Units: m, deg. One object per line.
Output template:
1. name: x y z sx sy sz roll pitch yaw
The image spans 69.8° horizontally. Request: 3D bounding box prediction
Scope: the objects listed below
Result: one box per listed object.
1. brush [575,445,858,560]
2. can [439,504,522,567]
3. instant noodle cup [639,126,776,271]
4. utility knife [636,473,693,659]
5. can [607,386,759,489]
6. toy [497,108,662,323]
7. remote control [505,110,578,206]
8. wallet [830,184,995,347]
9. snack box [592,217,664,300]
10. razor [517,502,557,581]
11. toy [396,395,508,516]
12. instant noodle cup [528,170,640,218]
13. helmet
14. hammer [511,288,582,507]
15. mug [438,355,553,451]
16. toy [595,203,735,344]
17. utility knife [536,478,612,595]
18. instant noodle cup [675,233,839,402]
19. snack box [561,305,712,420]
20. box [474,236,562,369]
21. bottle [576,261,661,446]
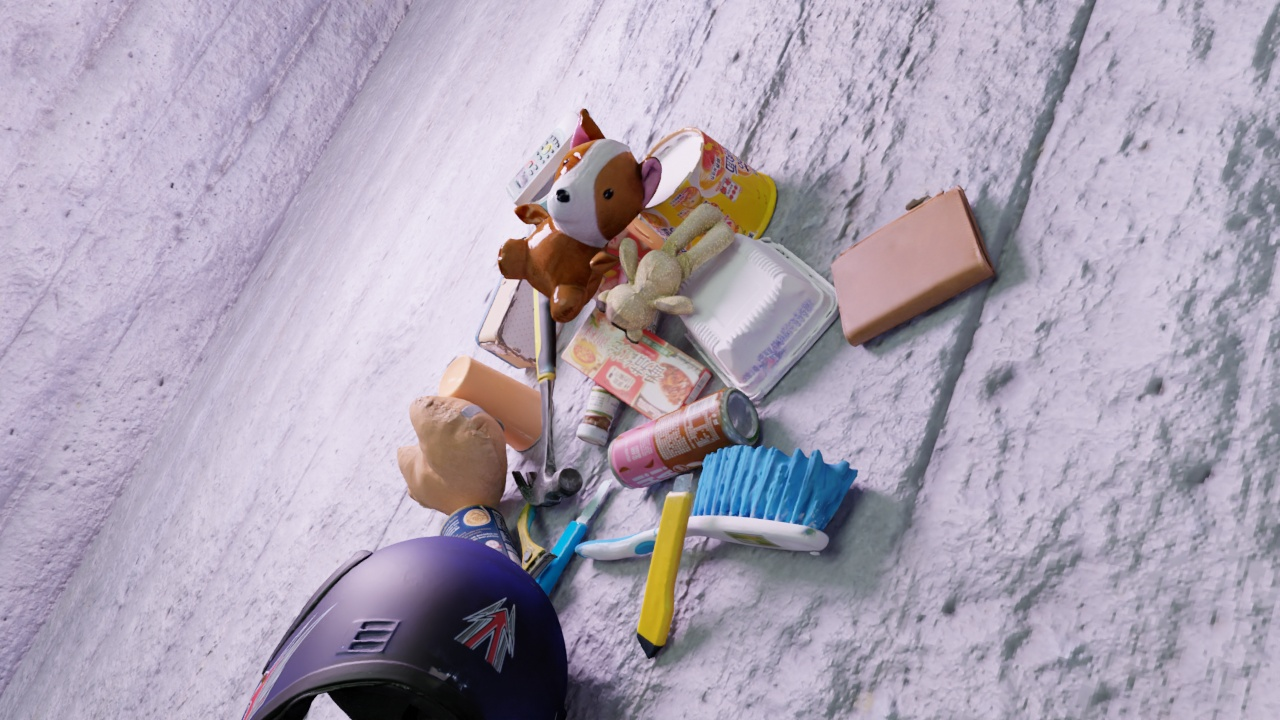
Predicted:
1. brush: 0.048 0.134 0.809 0.315 0.060 0.109 -7 60 52
2. can: -0.168 0.216 0.984 0.075 0.075 0.111 -50 34 8
3. instant noodle cup: 0.062 -0.180 1.004 0.138 0.109 0.137 -31 42 31
4. utility knife: 0.024 0.173 0.778 0.033 0.015 0.170 22 105 44
5. can: 0.039 0.075 0.861 0.148 0.058 0.057 -26 43 37
6. toy: -0.066 -0.150 0.961 0.140 0.130 0.200 39 108 13
7. remote control: -0.118 -0.253 1.155 0.135 0.019 0.056 -47 35 13
8. wallet: 0.227 -0.082 0.785 0.132 0.031 0.107 -31 43 31
9. snack box: -0.030 -0.122 1.085 0.094 0.092 0.077 -44 35 17
10. razor: -0.116 0.183 0.975 0.043 0.028 0.132 -53 21 13
11. toy: -0.223 0.136 1.079 0.082 0.143 0.227 -40 -16 -44
12. instant noodle cup: -0.079 -0.202 1.190 0.111 0.120 0.111 -32 40 31
13. helmet: -0.206 0.298 0.817 0.316 0.247 0.240 -46 8 20
14. hammer: -0.109 0.006 1.042 0.126 0.031 0.322 -32 56 54
15. mug: -0.175 0.047 1.095 0.078 0.122 0.078 -32 39 30
16. toy: 0.027 -0.089 0.916 0.157 0.066 0.105 -44 76 11
17. utility knife: -0.084 0.204 0.940 0.198 0.018 0.034 -58 23 -5
18. instant noodle cup: 0.100 -0.056 0.897 0.138 0.060 0.173 -49 35 9
19. snack box: -0.006 0.006 0.949 0.153 0.025 0.075 33 88 30
20. box: -0.140 -0.083 1.197 0.060 0.089 0.184 -10 52 49
21. bottle: -0.023 -0.007 1.012 0.060 0.059 0.205 1 68 52
